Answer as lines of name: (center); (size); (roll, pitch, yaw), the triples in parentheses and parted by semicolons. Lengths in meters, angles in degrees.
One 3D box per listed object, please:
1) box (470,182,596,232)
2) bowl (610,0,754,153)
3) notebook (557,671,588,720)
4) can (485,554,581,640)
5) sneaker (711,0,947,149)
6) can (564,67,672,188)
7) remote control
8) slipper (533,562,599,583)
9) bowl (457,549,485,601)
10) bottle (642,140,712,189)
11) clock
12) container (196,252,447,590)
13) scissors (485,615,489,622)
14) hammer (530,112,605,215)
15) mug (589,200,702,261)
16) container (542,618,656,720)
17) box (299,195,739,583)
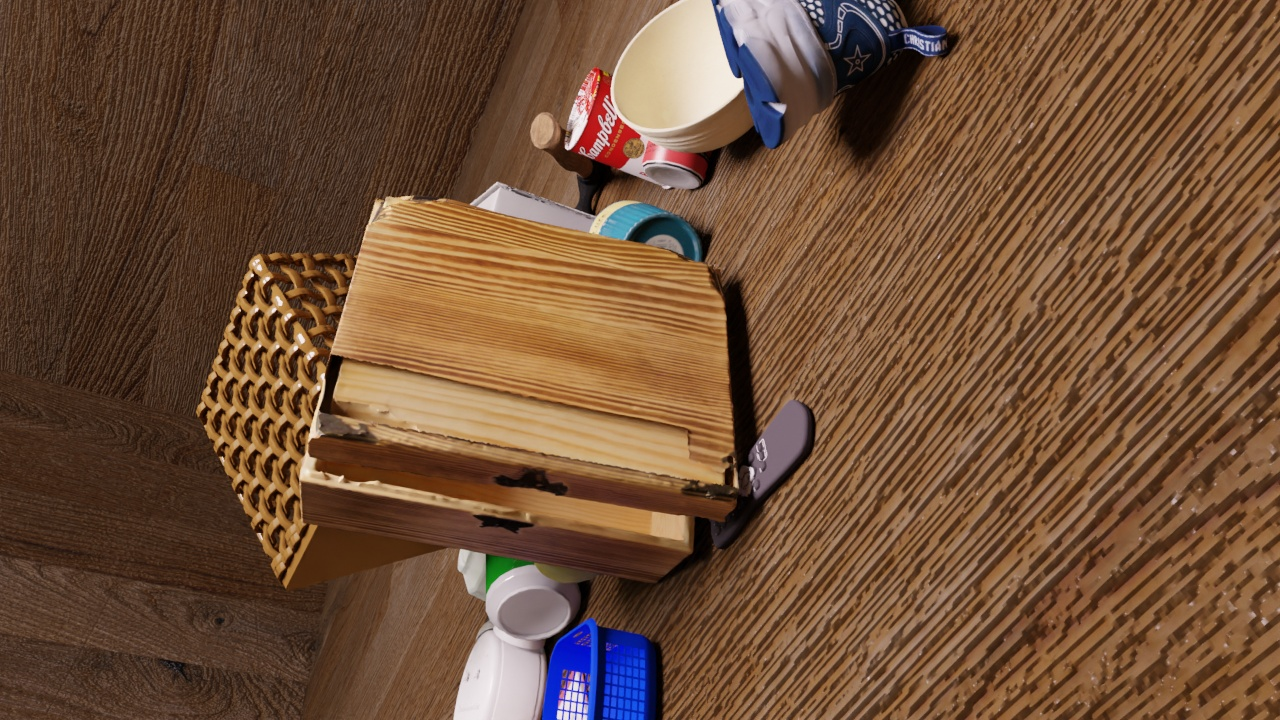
box: (-0.186, -0.087, 1.212); (0.480, 0.166, 0.119); (-41, 38, 55)
bowl: (0.057, -0.237, 0.796); (0.151, 0.075, 0.150); (-16, 56, 26)
notebook: (-0.081, 0.388, 0.776); (0.209, 0.012, 0.153); (-65, 20, 19)
can: (-0.106, 0.194, 0.890); (0.088, 0.087, 0.139); (-62, 22, 26)
sneaker: (0.118, -0.261, 0.652); (0.132, 0.103, 0.268); (-19, 43, 10)
can: (-0.007, -0.236, 0.939); (0.087, 0.116, 0.086); (-53, 28, 43)
remote control: (0.078, 0.075, 0.613); (0.125, 0.009, 0.046); (-57, 25, 36)
slipper: (-0.043, 0.129, 0.809); (0.190, 0.092, 0.082); (-84, -19, -53)
bowl: (-0.181, 0.231, 1.097); (0.117, 0.061, 0.117); (-163, 91, -71)
bottle: (0.052, -0.258, 0.881); (0.062, 0.062, 0.176); (-3, 71, 69)
clock: (-0.146, 0.328, 0.900); (0.126, 0.072, 0.160); (139, 145, -57)
container: (-0.247, 0.049, 0.901); (0.214, 0.251, 0.220); (51, 124, 26)
scissors: (-0.178, 0.364, 1.048); (0.163, 0.012, 0.154); (-54, 33, 41)
hammer: (-0.080, -0.246, 1.078); (0.305, 0.040, 0.132); (-25, -53, -83)
mug: (0.005, -0.089, 0.859); (0.107, 0.083, 0.114); (-144, 51, -66)
container: (-0.029, 0.258, 0.673); (0.096, 0.058, 0.114); (-48, 31, 49)
box: (-0.084, 0.012, 0.692); (0.168, 0.279, 0.244); (117, 161, -54)
